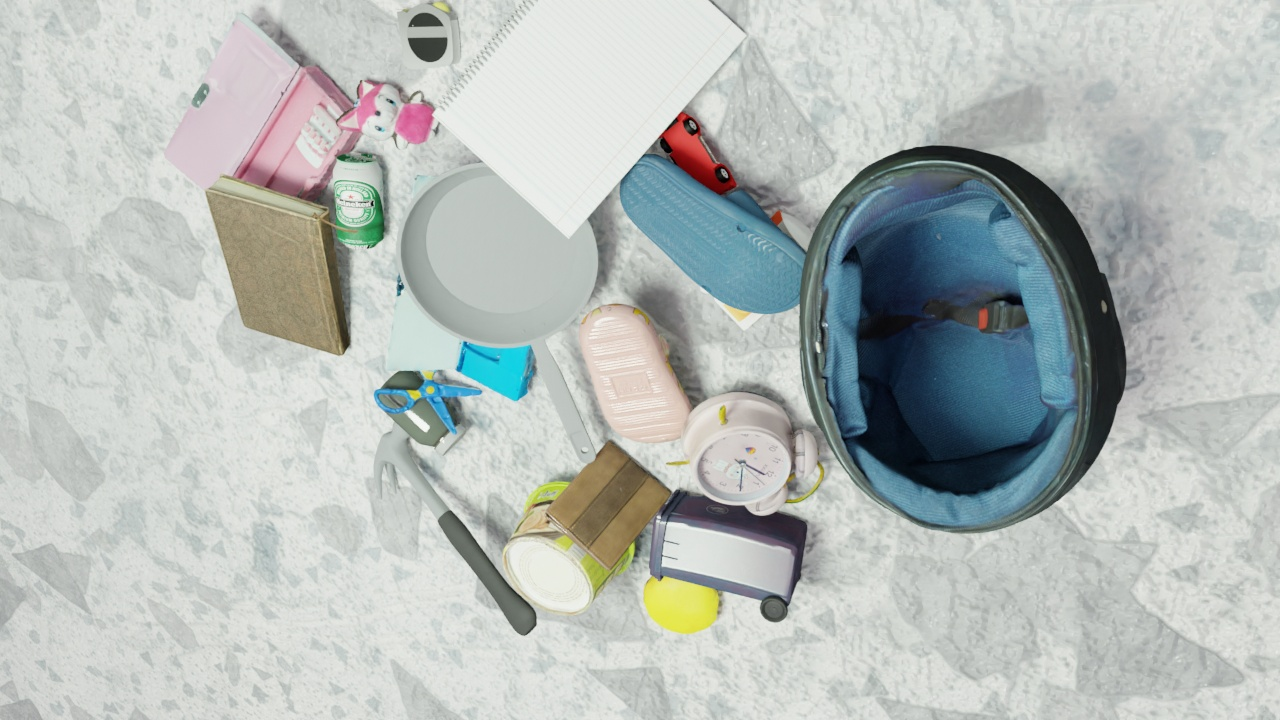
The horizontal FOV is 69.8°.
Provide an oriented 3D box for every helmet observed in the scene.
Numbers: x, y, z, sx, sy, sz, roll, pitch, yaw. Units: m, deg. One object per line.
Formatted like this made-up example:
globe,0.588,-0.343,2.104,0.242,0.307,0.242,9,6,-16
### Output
helmet,0.253,-0.026,0.755,0.250,0.235,0.316,-10,106,26

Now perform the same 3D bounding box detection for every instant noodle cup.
instant noodle cup,-0.089,0.225,1.078,0.146,0.097,0.146,14,127,19

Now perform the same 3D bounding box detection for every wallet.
wallet,-0.036,0.162,1.034,0.098,0.120,0.027,41,149,1

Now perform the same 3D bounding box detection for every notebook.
notebook,-0.404,-0.102,1.080,0.190,0.034,0.216,17,135,11
notebook,-0.051,-0.265,0.849,0.178,0.013,0.246,42,96,0

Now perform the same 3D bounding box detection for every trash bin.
trash bin,0.094,0.209,1.010,0.161,0.093,0.092,10,106,17

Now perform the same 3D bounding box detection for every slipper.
slipper,-0.006,0.006,0.966,0.093,0.081,0.197,-13,132,15
slipper,0.071,-0.120,0.873,0.214,0.059,0.104,36,135,12

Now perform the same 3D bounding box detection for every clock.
clock,0.118,0.103,0.957,0.158,0.058,0.117,27,120,-18

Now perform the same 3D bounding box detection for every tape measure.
tape measure,-0.218,-0.334,0.943,0.065,0.016,0.064,6,115,20

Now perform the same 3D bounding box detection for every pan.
pan,-0.117,-0.042,0.965,0.201,0.050,0.357,-18,119,9

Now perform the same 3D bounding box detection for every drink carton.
drink carton,0.118,-0.086,0.906,0.069,0.038,0.122,46,127,-2

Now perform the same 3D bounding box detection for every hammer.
hammer,-0.231,0.212,1.137,0.311,0.029,0.125,48,126,17

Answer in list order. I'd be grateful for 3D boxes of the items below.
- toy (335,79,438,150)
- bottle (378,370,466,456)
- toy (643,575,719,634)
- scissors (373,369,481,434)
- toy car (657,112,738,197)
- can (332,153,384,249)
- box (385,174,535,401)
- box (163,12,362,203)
toy,-0.268,-0.264,0.974,0.102,0.050,0.065,18,85,3
bottle,-0.265,0.064,1.115,0.108,0.060,0.060,43,121,0
toy,0.048,0.286,1.093,0.094,0.041,0.096,28,120,4
scissors,-0.252,0.030,1.092,0.125,0.127,0.015,4,164,-18
toy car,0.055,-0.194,0.886,0.038,0.025,0.089,-31,96,37
can,-0.317,-0.178,1.033,0.053,0.053,0.101,14,117,17
box,-0.178,-0.084,1.009,0.170,0.071,0.244,13,119,-9
box,-0.434,-0.255,1.057,0.179,0.039,0.233,46,122,-7
